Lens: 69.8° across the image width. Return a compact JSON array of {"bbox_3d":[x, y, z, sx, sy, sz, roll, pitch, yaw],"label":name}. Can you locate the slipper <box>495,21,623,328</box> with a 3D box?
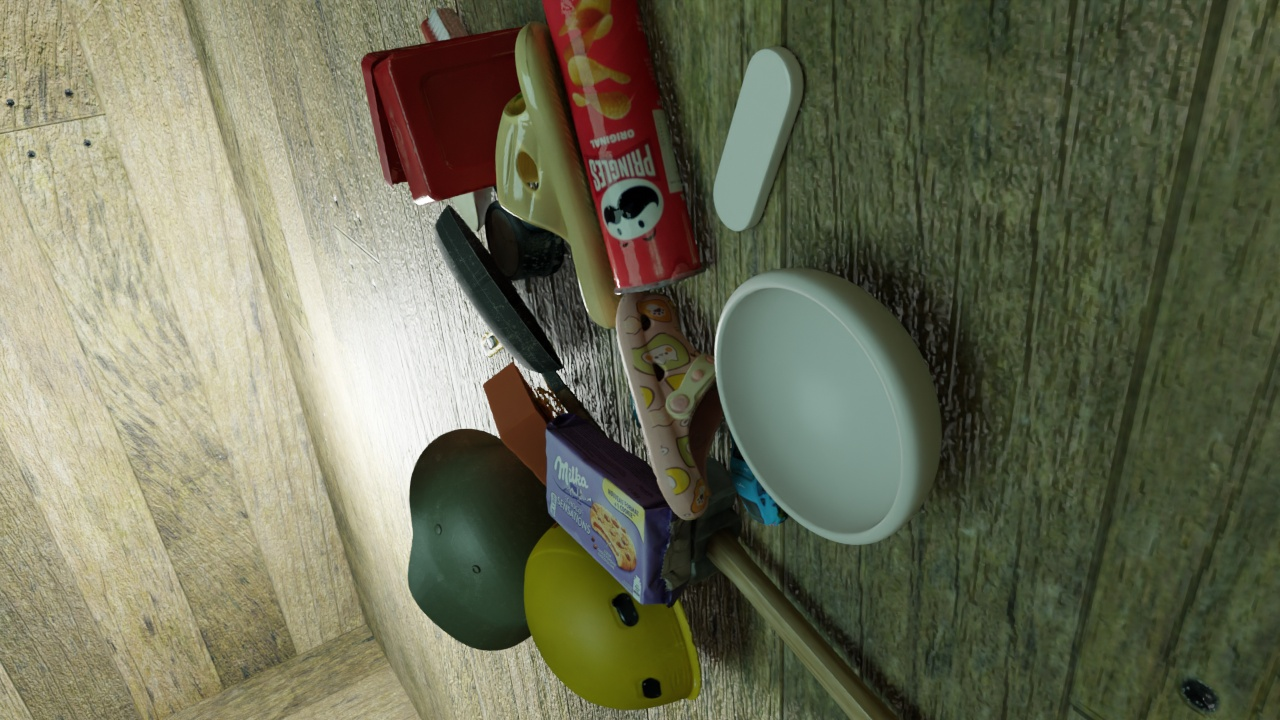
[{"bbox_3d":[-0.072,-0.141,0.753,0.111,0.079,0.262,-79,-24,-56],"label":"slipper"}]

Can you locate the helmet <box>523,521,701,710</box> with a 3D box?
[{"bbox_3d":[-0.040,0.248,0.898,0.240,0.139,0.209,-149,42,-77],"label":"helmet"}]

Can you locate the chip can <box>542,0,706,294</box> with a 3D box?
[{"bbox_3d":[-0.013,-0.170,0.682,0.073,0.073,0.233,5,113,60],"label":"chip can"}]

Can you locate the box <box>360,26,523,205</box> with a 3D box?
[{"bbox_3d":[-0.144,-0.215,0.795,0.122,0.157,0.137,35,140,52],"label":"box"}]

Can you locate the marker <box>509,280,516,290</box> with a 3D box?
[{"bbox_3d":[-0.132,-0.049,1.045,0.138,0.016,0.022,55,127,23],"label":"marker"}]

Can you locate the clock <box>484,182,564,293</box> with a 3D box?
[{"bbox_3d":[-0.115,-0.136,0.916,0.090,0.052,0.130,48,142,34],"label":"clock"}]

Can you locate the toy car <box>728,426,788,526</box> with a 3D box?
[{"bbox_3d":[0.090,0.081,0.717,0.048,0.032,0.105,21,126,56],"label":"toy car"}]

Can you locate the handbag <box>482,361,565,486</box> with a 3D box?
[{"bbox_3d":[-0.104,0.073,0.978,0.109,0.060,0.172,54,177,-22],"label":"handbag"}]

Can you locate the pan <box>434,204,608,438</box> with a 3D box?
[{"bbox_3d":[-0.105,-0.003,0.936,0.357,0.040,0.207,56,179,3],"label":"pan"}]

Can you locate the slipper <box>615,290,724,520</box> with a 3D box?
[{"bbox_3d":[0.037,0.028,0.729,0.093,0.081,0.197,59,-164,-62],"label":"slipper"}]

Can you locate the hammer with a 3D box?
[{"bbox_3d":[0.125,0.217,0.726,0.323,0.051,0.117,46,145,37],"label":"hammer"}]

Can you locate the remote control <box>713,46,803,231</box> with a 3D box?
[{"bbox_3d":[0.075,-0.142,0.605,0.043,0.013,0.137,52,149,29],"label":"remote control"}]

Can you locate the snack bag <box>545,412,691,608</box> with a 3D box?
[{"bbox_3d":[-0.024,0.124,0.812,0.205,0.058,0.096,32,128,52],"label":"snack bag"}]

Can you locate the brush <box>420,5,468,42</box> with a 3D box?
[{"bbox_3d":[-0.170,-0.284,0.929,0.030,0.040,0.172,-37,78,47],"label":"brush"}]

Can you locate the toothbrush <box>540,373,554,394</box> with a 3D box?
[{"bbox_3d":[-0.127,-0.013,1.050,0.135,0.016,0.021,53,142,22],"label":"toothbrush"}]

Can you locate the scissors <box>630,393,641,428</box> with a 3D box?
[{"bbox_3d":[-0.007,0.005,0.862,0.083,0.015,0.141,45,146,35],"label":"scissors"}]

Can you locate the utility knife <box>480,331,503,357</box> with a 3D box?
[{"bbox_3d":[-0.172,-0.032,1.132,0.030,0.017,0.156,59,150,-1],"label":"utility knife"}]

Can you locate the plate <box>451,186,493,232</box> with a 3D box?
[{"bbox_3d":[-0.198,-0.229,0.988,0.182,0.034,0.183,58,163,28],"label":"plate"}]

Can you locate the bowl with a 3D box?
[{"bbox_3d":[0.124,0.022,0.574,0.176,0.066,0.177,41,142,42],"label":"bowl"}]

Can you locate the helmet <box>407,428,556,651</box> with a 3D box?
[{"bbox_3d":[-0.142,0.193,1.052,0.154,0.226,0.268,-23,101,45],"label":"helmet"}]
